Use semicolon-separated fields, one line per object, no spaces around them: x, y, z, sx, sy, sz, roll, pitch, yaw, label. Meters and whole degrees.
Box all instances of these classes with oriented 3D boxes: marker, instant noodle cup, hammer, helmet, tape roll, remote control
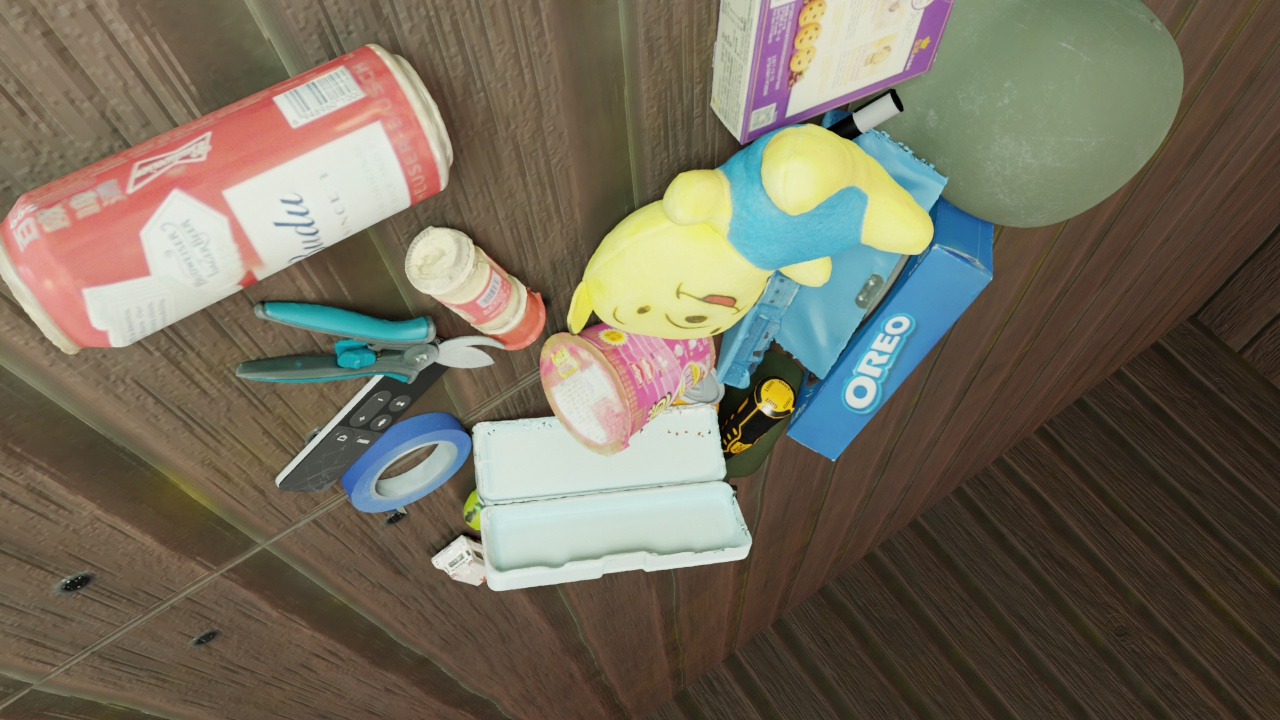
0.110;-0.139;0.619;0.141;0.016;0.016;-26;165;34;marker
-0.004;0.004;0.693;0.108;0.097;0.098;-30;155;-37;instant noodle cup
0.074;0.086;0.876;0.123;0.036;0.321;9;156;-9;hammer
0.306;-0.190;0.693;0.267;0.154;0.228;-16;148;-39;helmet
-0.170;0.075;0.670;0.093;0.016;0.091;-42;155;8;tape roll
-0.178;0.037;0.602;0.147;0.008;0.045;-44;155;12;remote control

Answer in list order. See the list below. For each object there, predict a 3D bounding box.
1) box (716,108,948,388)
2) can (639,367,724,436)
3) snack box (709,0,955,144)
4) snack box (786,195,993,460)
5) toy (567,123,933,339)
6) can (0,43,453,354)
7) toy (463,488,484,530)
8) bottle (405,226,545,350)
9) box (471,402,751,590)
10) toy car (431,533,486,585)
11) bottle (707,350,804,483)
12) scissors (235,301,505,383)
0.145;-0.068;0.720;0.232;0.102;0.094;111;-4;-47;box
0.010;0.061;0.813;0.079;0.079;0.143;-11;144;-45;can
0.116;-0.208;0.520;0.147;0.040;0.144;-24;152;-14;snack box
0.230;-0.049;0.842;0.240;0.056;0.195;-60;180;39;snack box
0.059;-0.077;0.597;0.148;0.083;0.215;18;145;-42;toy
-0.163;-0.067;0.374;0.170;0.067;0.067;-30;154;-16;can
-0.120;0.125;0.802;0.094;0.036;0.093;-38;162;24;toy
-0.095;-0.041;0.542;0.044;0.044;0.109;-40;155;3;bottle
-0.024;0.101;0.697;0.197;0.136;0.049;-4;149;-14;box
-0.155;0.193;0.867;0.039;0.039;0.113;-38;156;-2;toy car
0.111;0.078;0.991;0.071;0.071;0.207;-22;151;-31;bottle
-0.155;-0.006;0.519;0.153;0.019;0.128;-26;144;-2;scissors
